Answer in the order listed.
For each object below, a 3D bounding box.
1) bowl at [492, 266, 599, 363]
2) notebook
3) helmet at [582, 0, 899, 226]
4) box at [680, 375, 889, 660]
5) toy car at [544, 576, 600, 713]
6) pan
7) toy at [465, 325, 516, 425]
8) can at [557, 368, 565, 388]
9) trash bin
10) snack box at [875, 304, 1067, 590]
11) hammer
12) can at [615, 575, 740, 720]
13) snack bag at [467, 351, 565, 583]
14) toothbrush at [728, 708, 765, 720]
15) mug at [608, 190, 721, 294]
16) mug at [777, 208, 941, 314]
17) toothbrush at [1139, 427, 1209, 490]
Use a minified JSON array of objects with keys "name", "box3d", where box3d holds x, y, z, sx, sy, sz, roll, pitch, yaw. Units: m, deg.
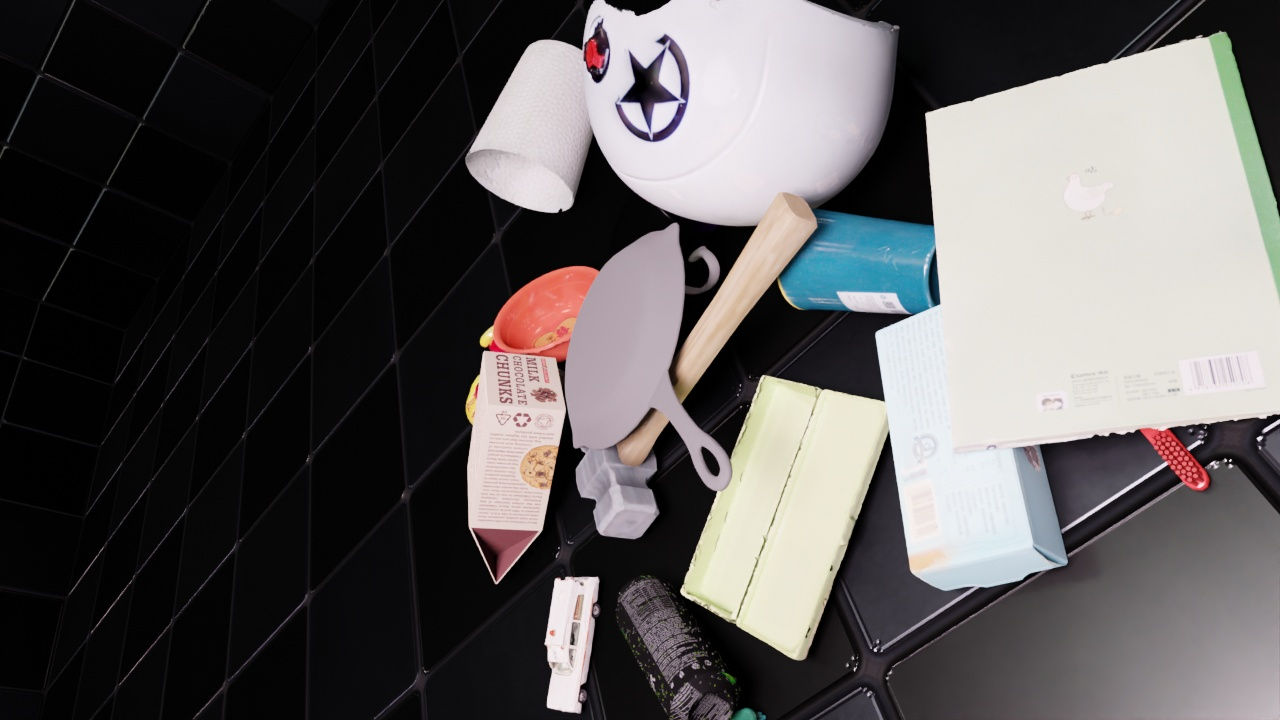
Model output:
[{"name":"bowl","box3d":[-0.085,-0.039,0.950,0.131,0.045,0.130,-18,38,15]},{"name":"notebook","box3d":[0.269,-0.074,0.543,0.182,0.010,0.252,-11,59,28]},{"name":"helmet","box3d":[0.069,-0.190,0.739,0.264,0.236,0.163,8,95,49]},{"name":"box","box3d":[0.106,0.108,0.673,0.137,0.024,0.187,10,78,58]},{"name":"toy car","box3d":[-0.063,0.242,0.791,0.039,0.039,0.113,-14,60,46]},{"name":"pan","box3d":[-0.004,0.005,0.732,0.217,0.024,0.354,-65,26,16]},{"name":"toy","box3d":[-0.152,0.021,1.011,0.106,0.067,0.137,26,98,52]},{"name":"can","box3d":[-0.108,0.044,0.959,0.038,0.038,0.079,11,79,53]},{"name":"trash bin","box3d":[-0.115,-0.279,1.084,0.133,0.133,0.161,-1,64,50]},{"name":"snack box","box3d":[0.200,0.048,0.569,0.075,0.053,0.174,-27,52,38]},{"name":"hammer","box3d":[0.038,0.005,0.728,0.324,0.051,0.117,-57,34,35]},{"name":"can","box3d":[0.024,0.213,0.676,0.054,0.054,0.137,-59,28,7]},{"name":"snack bag","box3d":[-0.128,0.106,0.889,0.094,0.070,0.207,-109,28,-58]},{"name":"toothbrush","box3d":[0.019,0.289,0.686,0.190,0.017,0.016,-34,47,36]},{"name":"mug","box3d":[0.025,-0.106,0.861,0.119,0.084,0.100,57,133,16]},{"name":"mug","box3d":[0.168,-0.068,0.660,0.121,0.078,0.078,14,81,48]},{"name":"toothbrush","box3d":[0.266,-0.008,0.550,0.012,0.018,0.212,-45,41,25]}]
